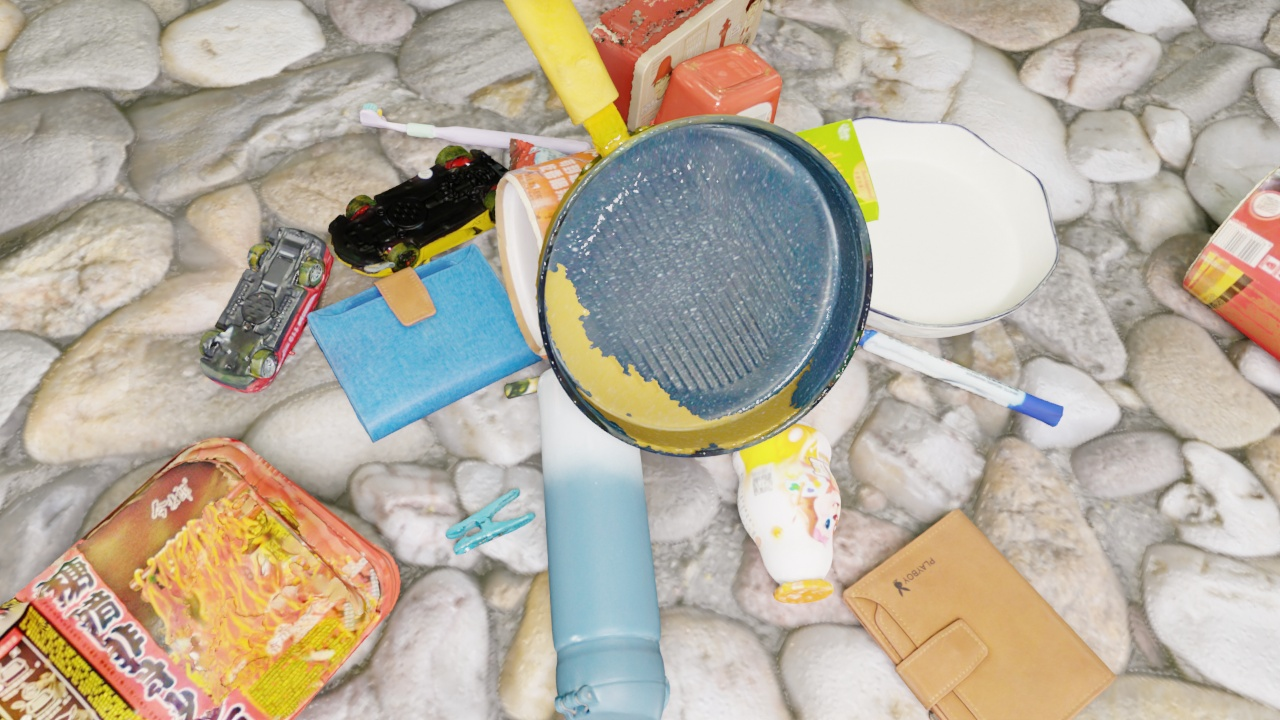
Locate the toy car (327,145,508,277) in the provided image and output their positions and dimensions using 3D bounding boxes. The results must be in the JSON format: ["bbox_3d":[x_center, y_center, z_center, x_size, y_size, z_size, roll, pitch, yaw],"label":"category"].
[{"bbox_3d":[-0.159,-0.109,0.688,0.155,0.041,0.071,-35,66,-27],"label":"toy car"}]

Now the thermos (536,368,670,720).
[{"bbox_3d":[-0.025,0.107,0.553,0.070,0.070,0.220,-4,60,-6],"label":"thermos"}]

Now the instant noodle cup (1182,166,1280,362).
[{"bbox_3d":[0.471,-0.068,0.650,0.137,0.138,0.108,-35,60,-22],"label":"instant noodle cup"}]

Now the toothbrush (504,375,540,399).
[{"bbox_3d":[-0.004,0.004,0.646,0.185,0.012,0.017,-13,71,-11],"label":"toothbrush"}]

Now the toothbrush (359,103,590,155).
[{"bbox_3d":[-0.134,-0.187,0.752,0.189,0.029,0.021,9,99,0],"label":"toothbrush"}]

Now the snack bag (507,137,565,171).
[{"bbox_3d":[-0.053,-0.140,0.708,0.105,0.026,0.045,17,49,-20],"label":"snack bag"}]

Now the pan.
[{"bbox_3d":[-0.001,-0.096,0.484,0.197,0.357,0.078,-35,23,-1],"label":"pan"}]

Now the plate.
[{"bbox_3d":[0.209,-0.101,0.703,0.205,0.046,0.204,1,58,-2],"label":"plate"}]

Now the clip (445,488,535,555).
[{"bbox_3d":[-0.095,0.103,0.579,0.056,0.014,0.041,-29,64,-18],"label":"clip"}]

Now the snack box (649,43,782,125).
[{"bbox_3d":[0.063,-0.197,0.727,0.091,0.080,0.082,-29,64,-29],"label":"snack box"}]

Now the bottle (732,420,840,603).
[{"bbox_3d":[0.093,0.093,0.567,0.063,0.063,0.108,-2,59,-4],"label":"bottle"}]

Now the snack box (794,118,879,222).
[{"bbox_3d":[0.088,-0.122,0.676,0.156,0.026,0.085,-12,57,10],"label":"snack box"}]

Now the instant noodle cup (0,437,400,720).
[{"bbox_3d":[-0.242,0.150,0.504,0.164,0.079,0.188,34,64,16],"label":"instant noodle cup"}]

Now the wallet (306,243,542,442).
[{"bbox_3d":[-0.149,-0.016,0.637,0.133,0.040,0.106,-27,68,-20],"label":"wallet"}]

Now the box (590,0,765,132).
[{"bbox_3d":[0.025,-0.279,0.773,0.078,0.091,0.168,39,64,15],"label":"box"}]

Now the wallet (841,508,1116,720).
[{"bbox_3d":[0.199,0.166,0.549,0.107,0.031,0.132,-28,63,-20],"label":"wallet"}]

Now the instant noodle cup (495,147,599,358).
[{"bbox_3d":[-0.026,-0.071,0.602,0.111,0.152,0.151,-14,60,-18],"label":"instant noodle cup"}]

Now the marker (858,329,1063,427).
[{"bbox_3d":[0.225,0.011,0.651,0.146,0.017,0.016,23,60,11],"label":"marker"}]

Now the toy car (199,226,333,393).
[{"bbox_3d":[-0.255,-0.033,0.635,0.053,0.045,0.120,20,72,12],"label":"toy car"}]
